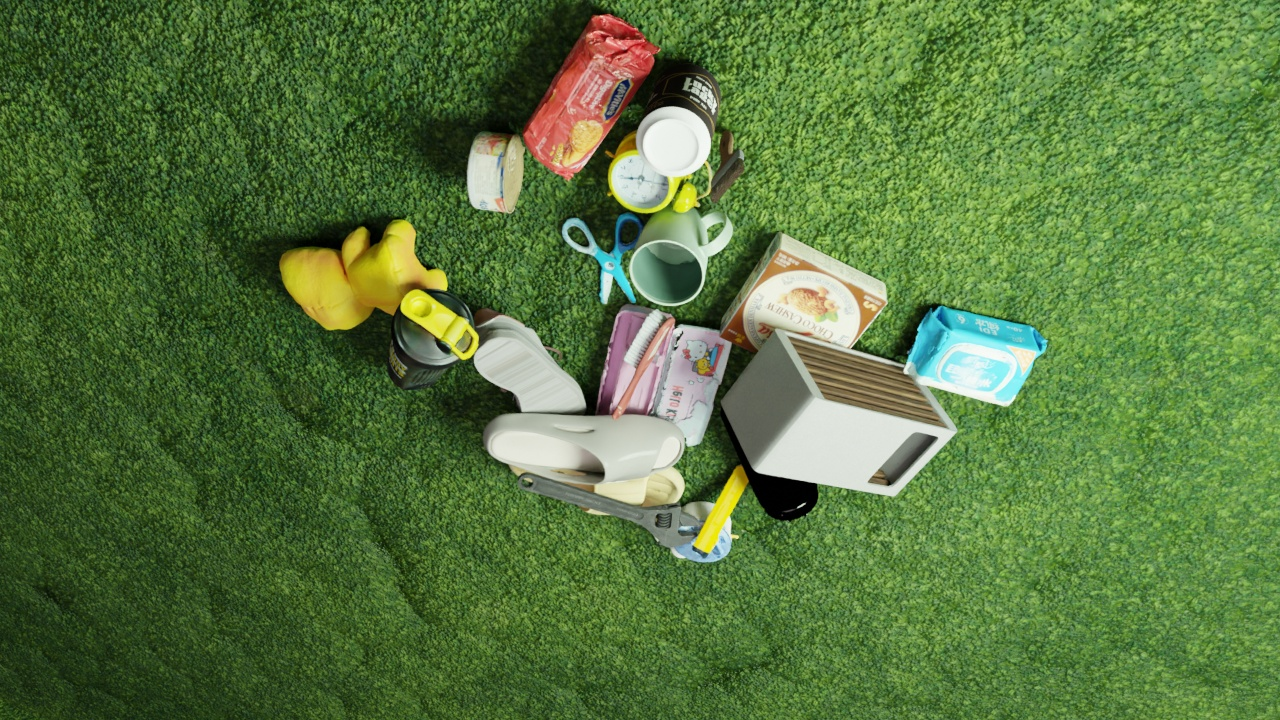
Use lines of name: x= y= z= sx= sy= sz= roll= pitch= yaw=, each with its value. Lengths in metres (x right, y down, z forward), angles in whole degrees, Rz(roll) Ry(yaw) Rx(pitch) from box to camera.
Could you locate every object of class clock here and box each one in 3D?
clock: x=0.077 y=0.254 z=1.353 sx=0.125 sy=0.051 sz=0.089 roll=-10 pitch=126 yaw=20
clock: x=0.020 y=-0.203 z=0.991 sx=0.119 sy=0.056 sz=0.083 roll=7 pitch=128 yaw=14

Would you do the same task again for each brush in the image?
brush: x=-0.007 y=0.007 z=1.136 sx=0.030 sy=0.040 sz=0.173 roll=35 pitch=126 yaw=10
brush: x=0.086 y=-0.203 z=0.922 sx=0.008 sy=0.142 sz=0.045 roll=33 pitch=119 yaw=-17

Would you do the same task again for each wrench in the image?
wrench: x=-0.041 y=0.202 z=1.264 sx=0.273 sy=0.018 sz=0.073 roll=20 pitch=114 yaw=-18

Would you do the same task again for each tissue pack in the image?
tissue pack: x=0.388 y=-0.004 z=1.070 sx=0.144 sy=0.061 sz=0.093 roll=14 pitch=130 yaw=1

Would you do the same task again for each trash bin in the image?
trash bin: x=0.230 y=0.064 z=1.065 sx=0.228 sy=0.114 sz=0.115 roll=13 pitch=126 yaw=-31

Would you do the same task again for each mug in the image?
mug: x=0.050 y=-0.129 z=1.015 sx=0.111 sy=0.103 sz=0.084 roll=-19 pitch=122 yaw=26

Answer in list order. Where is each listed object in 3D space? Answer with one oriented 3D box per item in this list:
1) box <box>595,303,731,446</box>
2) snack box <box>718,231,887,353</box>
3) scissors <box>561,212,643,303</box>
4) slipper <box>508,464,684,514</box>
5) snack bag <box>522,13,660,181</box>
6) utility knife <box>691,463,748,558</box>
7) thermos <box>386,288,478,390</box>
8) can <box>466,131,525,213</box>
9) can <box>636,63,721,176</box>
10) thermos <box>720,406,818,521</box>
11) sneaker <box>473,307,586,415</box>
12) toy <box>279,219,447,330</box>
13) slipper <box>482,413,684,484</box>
box: x=0.027 y=0.025 z=1.191 sx=0.153 sy=0.037 sz=0.202 roll=13 pitch=130 yaw=-1
snack box: x=0.189 y=-0.058 z=1.082 sx=0.143 sy=0.041 sz=0.147 roll=25 pitch=129 yaw=-9
scissors: x=-0.027 y=-0.123 z=1.098 sx=0.118 sy=0.013 sz=0.140 roll=-19 pitch=120 yaw=24
slipper: x=-0.071 y=0.178 z=1.309 sx=0.261 sy=0.079 sz=0.112 roll=15 pitch=133 yaw=0
snack bag: x=-0.057 y=-0.271 z=0.942 sx=0.082 sy=0.082 sz=0.177 roll=31 pitch=127 yaw=-13
utility knife: x=0.118 y=0.207 z=1.288 sx=0.030 sy=0.017 sz=0.159 roll=25 pitch=104 yaw=-11
thermos: x=-0.265 y=-0.018 z=1.133 sx=0.098 sy=0.098 sz=0.221 roll=29 pitch=156 yaw=-11
can: x=-0.158 y=-0.207 z=1.009 sx=0.043 sy=0.086 sz=0.086 roll=8 pitch=130 yaw=5
can: x=0.040 y=-0.240 z=0.911 sx=0.072 sy=0.128 sz=0.072 roll=6 pitch=129 yaw=7
thermos: x=0.177 y=0.131 z=1.210 sx=0.086 sy=0.085 sz=0.199 roll=-12 pitch=125 yaw=21
sneaker: x=-0.147 y=0.008 z=1.195 sx=0.099 sy=0.089 sz=0.236 roll=-24 pitch=143 yaw=7
toy: x=-0.347 y=-0.091 z=1.146 sx=0.194 sy=0.087 sz=0.134 roll=-10 pitch=129 yaw=19
slipper: x=-0.074 y=0.128 z=1.199 sx=0.265 sy=0.080 sz=0.113 roll=6 pitch=131 yaw=-7
